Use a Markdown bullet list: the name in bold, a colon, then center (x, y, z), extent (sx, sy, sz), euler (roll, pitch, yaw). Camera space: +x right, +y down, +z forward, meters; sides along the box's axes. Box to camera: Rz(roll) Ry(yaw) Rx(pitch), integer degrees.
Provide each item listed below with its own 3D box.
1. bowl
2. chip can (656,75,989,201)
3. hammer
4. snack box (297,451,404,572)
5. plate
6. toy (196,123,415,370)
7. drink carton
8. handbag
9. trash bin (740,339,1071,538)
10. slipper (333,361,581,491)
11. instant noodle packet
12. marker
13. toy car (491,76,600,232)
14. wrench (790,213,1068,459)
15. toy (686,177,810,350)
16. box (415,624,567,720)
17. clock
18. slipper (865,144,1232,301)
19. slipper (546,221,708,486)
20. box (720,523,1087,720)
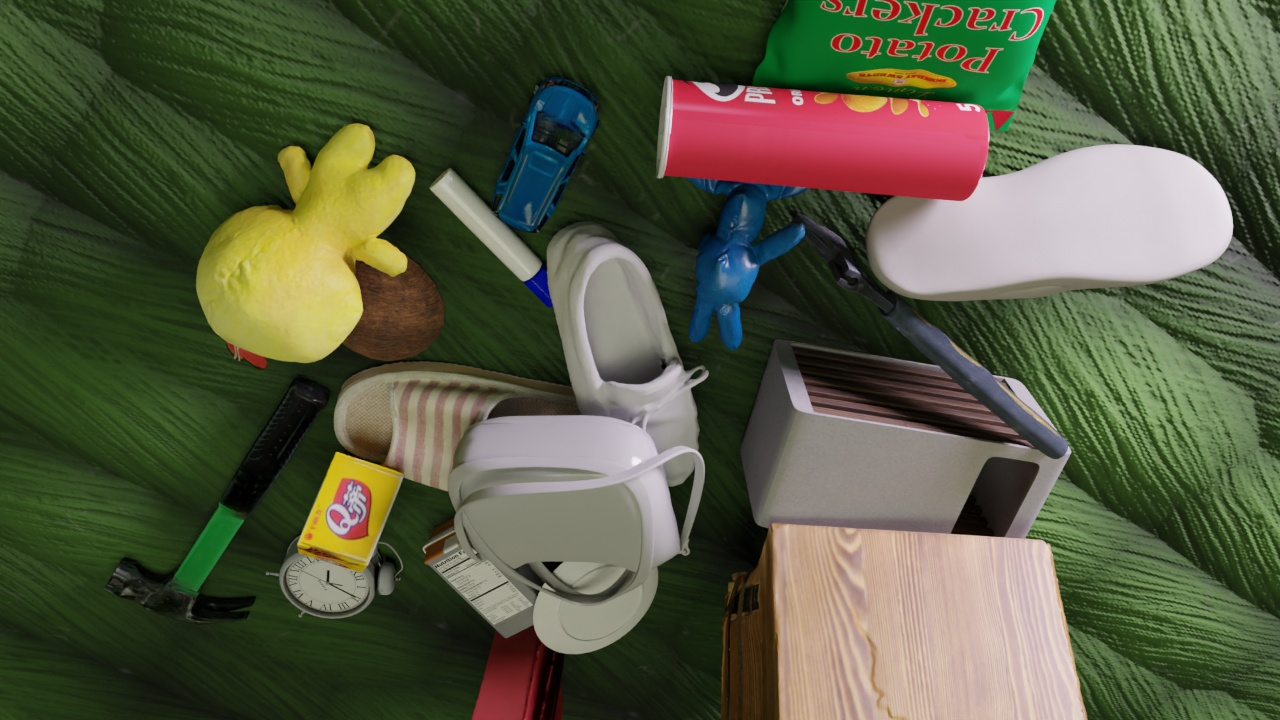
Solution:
- **bowl**: center (-0.219, -0.042, 0.753), extent (0.102, 0.026, 0.114), euler (-36, 115, 18)
- **chip can**: center (0.124, -0.155, 0.645), extent (0.220, 0.069, 0.069), euler (4, 120, -3)
- **hammer**: center (-0.377, 0.138, 0.855), extent (0.130, 0.032, 0.319), euler (32, 114, -17)
- **snack box**: center (-0.253, 0.134, 0.798), extent (0.061, 0.083, 0.106), euler (22, 159, -13)
- **plate**: center (-0.040, 0.235, 0.896), extent (0.134, 0.011, 0.135), euler (-13, 121, -24)
- **toy**: center (-0.254, -0.082, 0.688), extent (0.134, 0.092, 0.207), euler (42, 90, 12)
- **drink carton**: center (-0.142, 0.203, 0.886), extent (0.076, 0.048, 0.125), euler (-30, 117, 15)
- **handbag**: center (-0.050, 0.148, 0.778), extent (0.216, 0.095, 0.223), euler (-1, 132, 10)
- **trash bin**: center (0.215, 0.076, 0.781), extent (0.229, 0.114, 0.115), euler (9, 120, -7)
- **slipper**: center (-0.137, 0.066, 0.805), extent (0.263, 0.052, 0.115), euler (5, 119, -5)
- **instant noodle packet**: center (0.188, -0.266, 0.588), extent (0.195, 0.090, 0.253), euler (5, 136, -3)
- **marker**: center (-0.110, -0.095, 0.724), extent (0.023, 0.027, 0.133), euler (-47, 114, -6)
- **toy car**: center (-0.071, -0.149, 0.684), extent (0.056, 0.043, 0.120), euler (23, 117, -14)
- **wrench**: center (0.220, -0.019, 0.710), extent (0.273, 0.073, 0.022), euler (41, 113, 2)
- **toy**: center (0.068, -0.093, 0.703), extent (0.113, 0.071, 0.176), euler (18, 103, 12)
- **box**: center (-0.161, 0.383, 0.904), extent (0.153, 0.213, 0.165), euler (3, 119, 4)
- **clock**: center (-0.291, 0.205, 0.892), extent (0.123, 0.035, 0.094), euler (-17, 120, 10)
- **slipper**: center (0.303, -0.092, 0.710), extent (0.266, 0.081, 0.112), euler (-10, 76, 0)
- **slipper**: center (-0.004, 0.004, 0.752), extent (0.112, 0.074, 0.247), euler (-21, 119, -3)
- **box**: center (0.173, 0.336, 0.782), extent (0.286, 0.278, 0.335), euler (5, 145, 0)
